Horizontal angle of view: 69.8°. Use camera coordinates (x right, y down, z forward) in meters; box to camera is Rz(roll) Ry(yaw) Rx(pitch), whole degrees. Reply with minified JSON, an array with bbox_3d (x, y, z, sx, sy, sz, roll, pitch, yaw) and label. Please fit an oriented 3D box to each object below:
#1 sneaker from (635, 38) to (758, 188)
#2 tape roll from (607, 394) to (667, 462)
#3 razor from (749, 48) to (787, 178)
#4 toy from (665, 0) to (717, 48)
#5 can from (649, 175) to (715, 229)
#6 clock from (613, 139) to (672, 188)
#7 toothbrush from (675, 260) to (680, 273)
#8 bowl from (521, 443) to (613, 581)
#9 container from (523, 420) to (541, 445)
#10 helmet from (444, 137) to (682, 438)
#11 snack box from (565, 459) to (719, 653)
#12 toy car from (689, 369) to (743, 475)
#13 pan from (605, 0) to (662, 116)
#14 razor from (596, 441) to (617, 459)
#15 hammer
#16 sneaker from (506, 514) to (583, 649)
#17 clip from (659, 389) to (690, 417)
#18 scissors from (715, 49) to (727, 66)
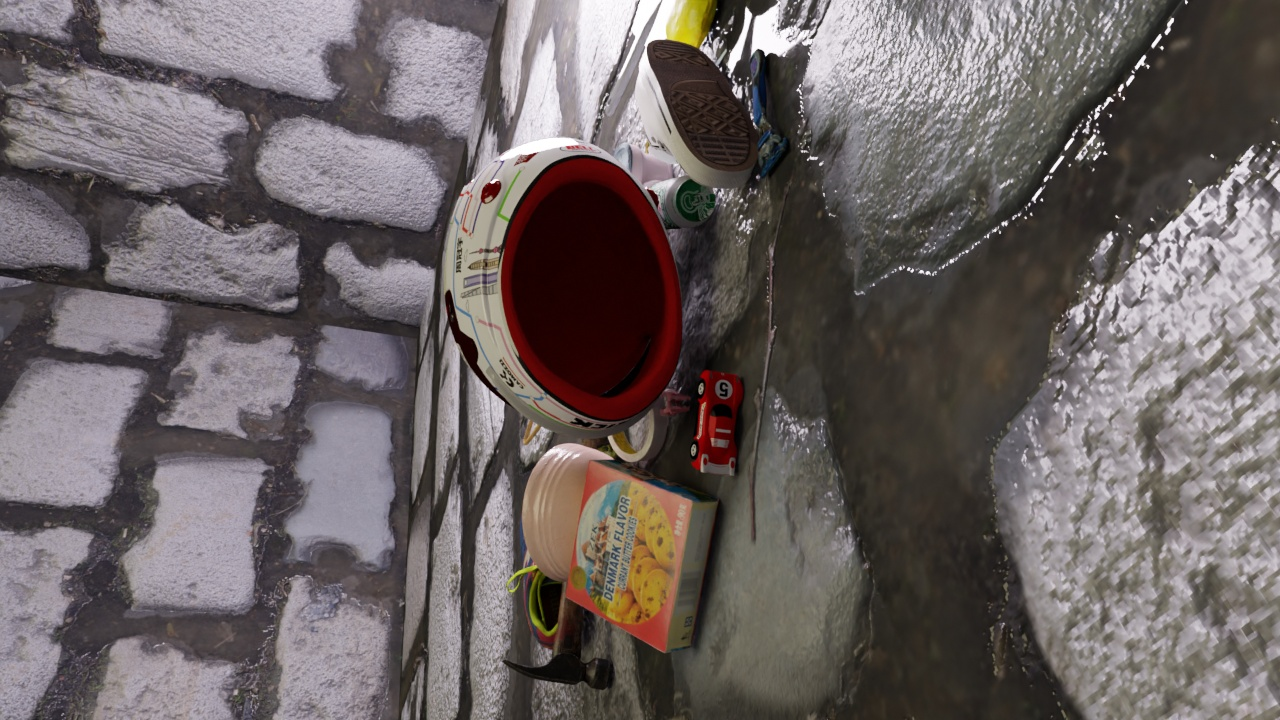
[{"bbox_3d":[0.042,-0.231,0.929,0.245,0.091,0.097,-110,30,-45],"label":"sneaker"},{"bbox_3d":[-0.006,0.064,1.004,0.094,0.019,0.094,4,95,54],"label":"tape roll"},{"bbox_3d":[0.111,-0.234,0.844,0.044,0.018,0.140,126,147,-54],"label":"razor"},{"bbox_3d":[0.057,-0.391,1.036,0.094,0.041,0.096,-108,33,-45],"label":"toy"},{"bbox_3d":[0.040,-0.165,0.965,0.101,0.053,0.053,-162,81,-71],"label":"can"},{"bbox_3d":[-0.003,-0.184,1.087,0.157,0.058,0.117,-102,27,-45],"label":"clock"},{"bbox_3d":[0.003,-0.066,1.081,0.188,0.018,0.019,132,144,-58],"label":"toothbrush"},{"bbox_3d":[-0.049,0.164,0.983,0.076,0.153,0.153,-3,76,36],"label":"bowl"},{"bbox_3d":[-0.119,0.015,1.194,0.184,0.129,0.166,131,155,-61],"label":"container"},{"bbox_3d":[-0.085,-0.068,0.950,0.237,0.230,0.314,153,112,-64],"label":"helmet"},{"bbox_3d":[-0.002,0.180,0.871,0.145,0.040,0.142,15,97,45],"label":"snack box"},{"bbox_3d":[0.069,0.055,0.809,0.025,0.038,0.089,177,101,-68],"label":"toy car"},{"bbox_3d":[0.035,-0.435,1.012,0.357,0.050,0.200,-56,29,23],"label":"pan"},{"bbox_3d":[-0.042,0.165,1.083,0.044,0.021,0.144,-21,59,49],"label":"razor"},{"bbox_3d":[-0.079,0.210,1.087,0.033,0.120,0.329,124,156,-61],"label":"hammer"},{"bbox_3d":[-0.104,0.236,1.153,0.091,0.116,0.241,73,-169,-64],"label":"sneaker"},{"bbox_3d":[0.033,0.049,0.943,0.060,0.023,0.045,-124,42,-65],"label":"clip"},{"bbox_3d":[0.063,-0.288,1.020,0.129,0.014,0.119,36,113,64],"label":"scissors"}]
